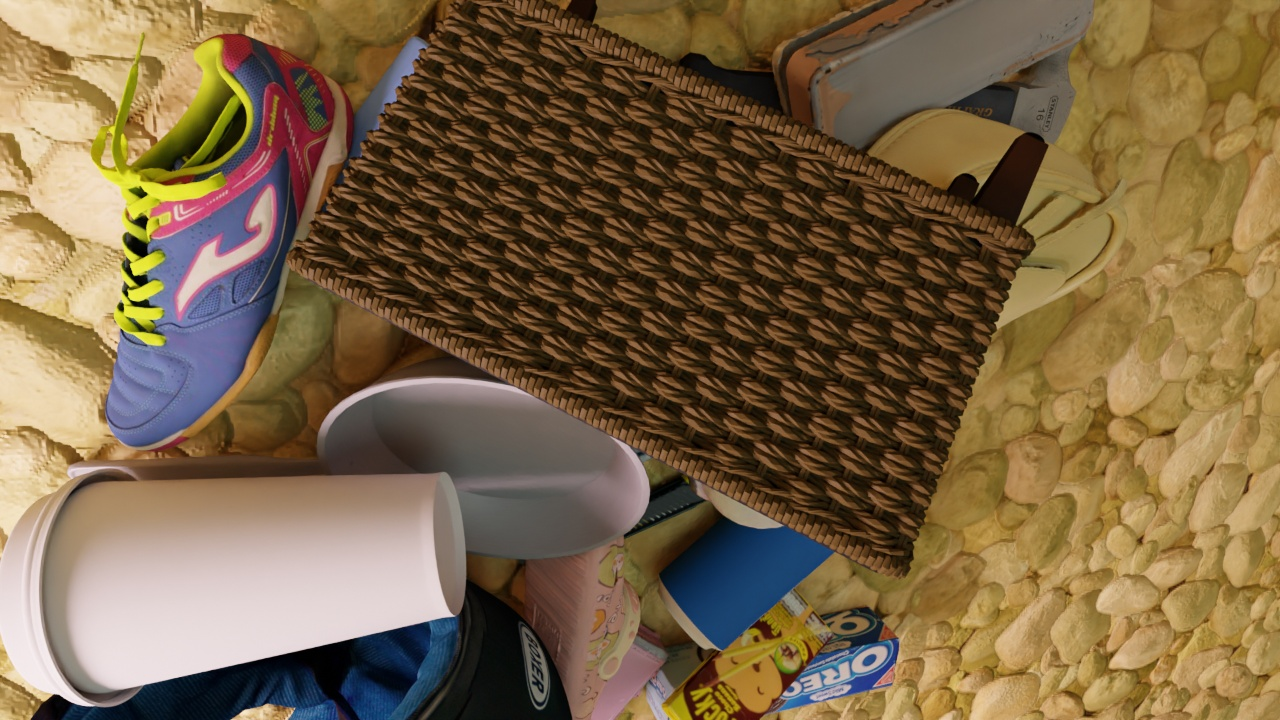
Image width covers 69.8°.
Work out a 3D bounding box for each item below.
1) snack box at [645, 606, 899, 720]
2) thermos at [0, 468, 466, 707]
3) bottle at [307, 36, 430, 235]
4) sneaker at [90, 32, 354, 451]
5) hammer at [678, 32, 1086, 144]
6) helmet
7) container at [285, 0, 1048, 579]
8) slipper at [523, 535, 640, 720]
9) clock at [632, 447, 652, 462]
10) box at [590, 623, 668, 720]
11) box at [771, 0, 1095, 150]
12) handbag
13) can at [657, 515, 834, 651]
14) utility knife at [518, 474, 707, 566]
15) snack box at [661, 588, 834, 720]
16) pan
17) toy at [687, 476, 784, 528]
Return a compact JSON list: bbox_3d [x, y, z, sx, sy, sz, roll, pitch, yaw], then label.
[{"bbox_3d":[0.119,0.274,0.817,0.226,0.059,0.059,-4,110,-20],"label":"snack box"},{"bbox_3d":[-0.218,0.117,0.522,0.222,0.131,0.132,-7,116,0],"label":"thermos"},{"bbox_3d":[-0.151,-0.121,0.535,0.048,0.048,0.131,34,97,-30],"label":"bottle"},{"bbox_3d":[-0.252,-0.062,0.500,0.091,0.116,0.242,17,103,-57],"label":"sneaker"},{"bbox_3d":[0.172,-0.188,0.643,0.312,0.035,0.139,-3,115,-20],"label":"hammer"},{"bbox_3d":[-0.194,0.281,0.589,0.316,0.248,0.236,-18,123,-5],"label":"helmet"},{"bbox_3d":[0.027,-0.067,0.488,0.321,0.176,0.205,27,95,4],"label":"container"},{"bbox_3d":[-0.036,0.186,0.681,0.081,0.093,0.197,-2,107,-36],"label":"slipper"},{"bbox_3d":[-0.004,0.004,0.644,0.162,0.060,0.118,-31,121,-7],"label":"clock"},{"bbox_3d":[-0.081,0.306,0.763,0.098,0.037,0.233,39,95,-32],"label":"box"},{"bbox_3d":[0.193,-0.206,0.593,0.216,0.062,0.081,-26,132,-6],"label":"box"},{"bbox_3d":[0.227,-0.083,0.640,0.232,0.088,0.191,19,120,-48],"label":"handbag"},{"bbox_3d":[0.088,0.160,0.739,0.146,0.079,0.079,-42,121,0],"label":"can"},{"bbox_3d":[0.005,0.118,0.722,0.213,0.020,0.029,-23,102,-9],"label":"utility knife"},{"bbox_3d":[0.090,0.254,0.754,0.148,0.026,0.061,-39,84,-24],"label":"snack box"},{"bbox_3d":[-0.172,0.062,0.568,0.357,0.050,0.201,3,141,4],"label":"pan"},{"bbox_3d":[0.127,0.064,0.680,0.179,0.101,0.138,18,77,-5],"label":"toy"}]
